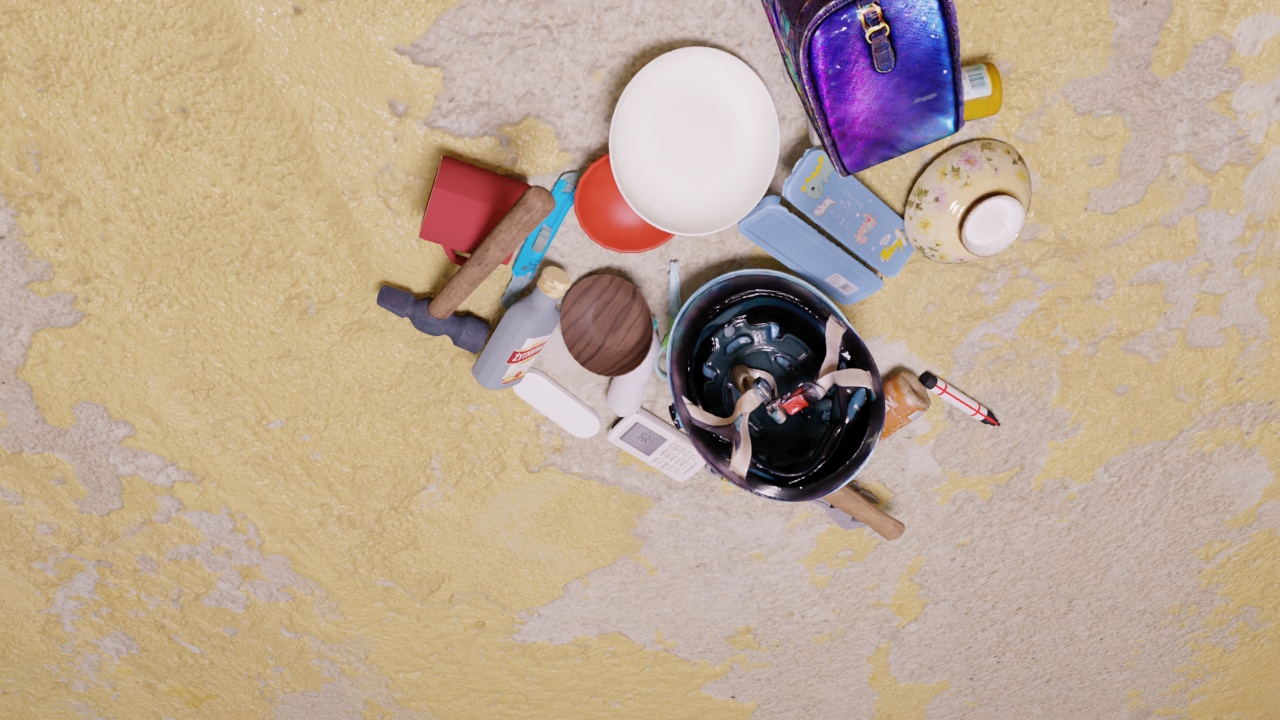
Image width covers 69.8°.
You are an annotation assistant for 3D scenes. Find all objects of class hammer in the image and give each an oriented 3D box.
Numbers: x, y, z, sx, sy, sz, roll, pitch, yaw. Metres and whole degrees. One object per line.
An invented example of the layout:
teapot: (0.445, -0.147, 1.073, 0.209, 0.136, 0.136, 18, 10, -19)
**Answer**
hammer: (0.236, 0.156, 1.210, 0.305, 0.040, 0.133, 33, 137, -20)
hammer: (-0.169, -0.095, 0.941, 0.129, 0.040, 0.323, 25, 150, -22)

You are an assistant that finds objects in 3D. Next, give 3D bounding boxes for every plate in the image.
plate: (0.051, -0.218, 0.921, 0.182, 0.034, 0.182, -5, 106, -18)

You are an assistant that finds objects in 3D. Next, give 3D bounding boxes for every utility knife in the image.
utility knife: (-0.112, -0.130, 1.021, 0.031, 0.015, 0.199, 23, 124, -16)

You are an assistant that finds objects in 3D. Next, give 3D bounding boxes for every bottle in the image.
bottle: (0.292, 0.081, 1.180, 0.059, 0.059, 0.168, 30, 128, -24)
bottle: (0.263, -0.254, 0.925, 0.186, 0.053, 0.053, -11, 127, 5)
bottle: (-0.007, 0.006, 1.111, 0.044, 0.044, 0.136, 10, 126, -11)
bottle: (-0.132, -0.038, 1.055, 0.046, 0.072, 0.162, 46, 122, 17)

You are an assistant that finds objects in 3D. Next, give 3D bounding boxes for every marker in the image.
marker: (0.419, 0.054, 1.191, 0.145, 0.019, 0.019, 29, 120, -23)

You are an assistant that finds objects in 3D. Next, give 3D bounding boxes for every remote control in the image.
remote control: (-0.105, 0.055, 1.162, 0.043, 0.013, 0.136, -38, 121, 23)
remote control: (0.025, 0.110, 1.204, 0.138, 0.025, 0.060, 33, 119, -25)

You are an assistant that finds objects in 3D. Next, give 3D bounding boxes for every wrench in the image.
wrench: (0.212, 0.181, 1.274, 0.273, 0.018, 0.084, 16, 125, -15)

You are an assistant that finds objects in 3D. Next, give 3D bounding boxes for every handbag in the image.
handbag: (0.181, -0.301, 0.797, 0.125, 0.204, 0.222, -20, 133, 11)

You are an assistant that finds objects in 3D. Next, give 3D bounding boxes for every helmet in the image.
helmet: (0.141, 0.032, 1.045, 0.225, 0.167, 0.265, -27, 83, -4)

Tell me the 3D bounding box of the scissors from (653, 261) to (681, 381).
scissors: (0.043, -0.046, 1.097, 0.065, 0.033, 0.174, -3, 131, 3)

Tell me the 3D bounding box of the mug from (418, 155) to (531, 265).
mug: (-0.178, -0.145, 0.964, 0.096, 0.080, 0.117, 17, 131, -16)

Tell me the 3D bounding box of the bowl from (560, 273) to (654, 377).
bowl: (-0.033, -0.042, 1.060, 0.119, 0.032, 0.119, 6, 105, 24)

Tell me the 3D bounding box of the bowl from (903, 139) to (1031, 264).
bowl: (0.365, -0.158, 0.989, 0.145, 0.063, 0.145, -5, 123, -8)

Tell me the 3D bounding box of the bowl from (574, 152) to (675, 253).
bowl: (-0.010, -0.175, 0.978, 0.122, 0.035, 0.122, -2, 127, -2)

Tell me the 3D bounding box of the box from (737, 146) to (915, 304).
box: (0.211, -0.136, 0.999, 0.209, 0.039, 0.127, 27, 123, -36)
